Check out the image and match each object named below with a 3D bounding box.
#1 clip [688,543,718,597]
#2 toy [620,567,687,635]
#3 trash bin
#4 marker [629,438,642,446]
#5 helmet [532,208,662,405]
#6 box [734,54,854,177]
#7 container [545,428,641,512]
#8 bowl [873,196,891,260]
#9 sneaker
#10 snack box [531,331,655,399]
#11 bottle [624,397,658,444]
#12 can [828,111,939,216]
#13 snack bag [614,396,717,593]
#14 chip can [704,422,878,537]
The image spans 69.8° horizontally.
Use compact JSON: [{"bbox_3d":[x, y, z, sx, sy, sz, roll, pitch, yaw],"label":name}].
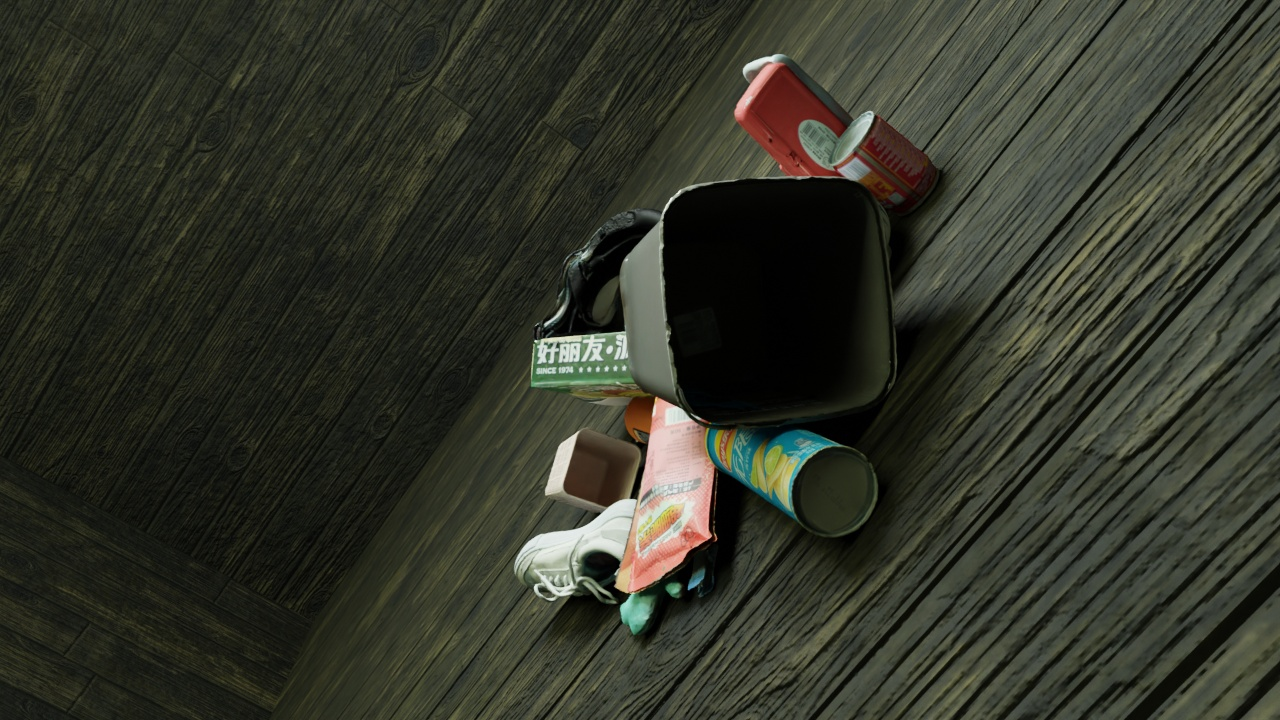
[{"bbox_3d":[0.059,0.189,0.845,0.026,0.037,0.057,-48,19,35],"label":"clip"},{"bbox_3d":[0.015,0.224,0.888,0.092,0.030,0.096,-59,17,-2],"label":"toy"},{"bbox_3d":[0.085,-0.044,0.828,0.220,0.198,0.198,174,90,-74],"label":"trash bin"},{"bbox_3d":[-0.002,0.109,1.236,0.124,0.015,0.018,-44,23,32],"label":"marker"},{"bbox_3d":[-0.004,-0.057,1.279,0.230,0.157,0.274,24,84,36],"label":"helmet"},{"bbox_3d":[0.180,-0.230,0.989,0.094,0.201,0.100,-54,20,-4],"label":"box"},{"bbox_3d":[-0.066,0.148,1.190,0.111,0.090,0.089,149,140,-66],"label":"container"},{"bbox_3d":[0.206,-0.108,0.917,0.117,0.066,0.116,-50,16,19],"label":"bowl"},{"bbox_3d":[-0.067,0.238,1.032,0.243,0.089,0.090,-33,30,43],"label":"sneaker"},{"bbox_3d":[-0.006,0.006,1.072,0.241,0.114,0.063,-3,79,39],"label":"snack box"},{"bbox_3d":[0.031,0.078,1.107,0.066,0.066,0.149,-58,21,-6],"label":"bottle"},{"bbox_3d":[0.246,-0.196,0.924,0.067,0.094,0.066,-52,14,18],"label":"can"},{"bbox_3d":[0.036,0.122,0.914,0.129,0.073,0.207,-35,31,38],"label":"snack bag"},{"bbox_3d":[0.118,0.086,0.767,0.071,0.071,0.210,-57,14,-2],"label":"chip can"}]
